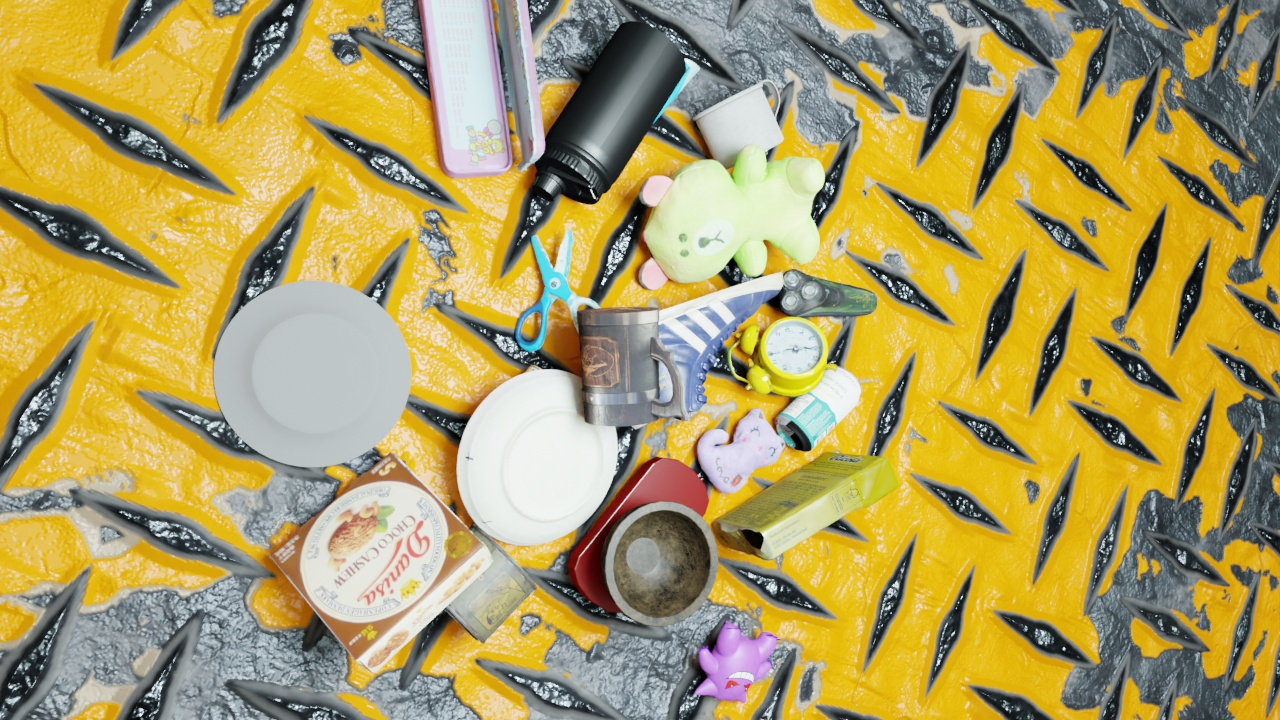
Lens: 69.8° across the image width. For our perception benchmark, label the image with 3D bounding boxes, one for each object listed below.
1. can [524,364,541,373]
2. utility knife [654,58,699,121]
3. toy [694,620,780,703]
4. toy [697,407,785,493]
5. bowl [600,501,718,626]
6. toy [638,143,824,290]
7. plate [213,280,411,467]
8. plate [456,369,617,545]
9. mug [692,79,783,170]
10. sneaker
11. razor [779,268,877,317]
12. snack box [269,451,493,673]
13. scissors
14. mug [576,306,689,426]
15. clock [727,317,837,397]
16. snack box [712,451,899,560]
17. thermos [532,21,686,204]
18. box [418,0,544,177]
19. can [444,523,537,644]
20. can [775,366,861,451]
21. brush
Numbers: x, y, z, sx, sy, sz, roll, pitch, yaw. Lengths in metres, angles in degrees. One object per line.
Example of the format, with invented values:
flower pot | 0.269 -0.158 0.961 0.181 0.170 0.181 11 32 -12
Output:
can | -0.122 0.046 0.933 0.038 0.038 0.079 43 73 -15
utility knife | 0.012 -0.270 1.018 0.022 0.015 0.166 39 77 -17
toy | 0.099 0.331 1.001 0.106 0.056 0.088 21 83 -30
toy | 0.111 0.098 1.027 0.099 0.036 0.080 -40 103 -18
bowl | 0.012 0.200 0.923 0.121 0.056 0.121 1 87 -22
toy | 0.094 -0.158 0.987 0.197 0.107 0.150 -1 124 4
plate | -0.308 0.012 0.873 0.178 0.012 0.178 1 87 -22
plate | -0.093 0.101 0.917 0.182 0.034 0.182 -7 102 -34
mug | 0.120 -0.265 1.025 0.113 0.084 0.070 -32 101 -26
sneaker | 0.071 -0.006 0.985 0.232 0.092 0.118 -19 90 -21
razor | 0.222 -0.073 1.067 0.151 0.067 0.054 5 90 -30
snack box | -0.235 0.180 0.835 0.147 0.041 0.143 37 68 28
scissors | -0.097 -0.069 0.951 0.118 0.013 0.140 -28 77 10
mug | -0.005 0.005 0.881 0.079 0.116 0.107 -12 103 -54
clock | 0.157 -0.003 1.031 0.119 0.057 0.083 -8 70 0
snack box | 0.177 0.160 1.005 0.180 0.121 0.045 -27 97 -20
thermos | -0.038 -0.247 0.956 0.086 0.086 0.198 35 75 -17
box | -0.158 -0.295 0.907 0.090 0.091 0.214 -7 90 -23
can | -0.157 0.215 0.882 0.074 0.090 0.090 -44 103 -18
can | 0.205 0.056 1.057 0.101 0.055 0.055 -41 102 -19
brush | -0.004 0.182 0.972 0.082 0.042 0.173 45 73 -14
